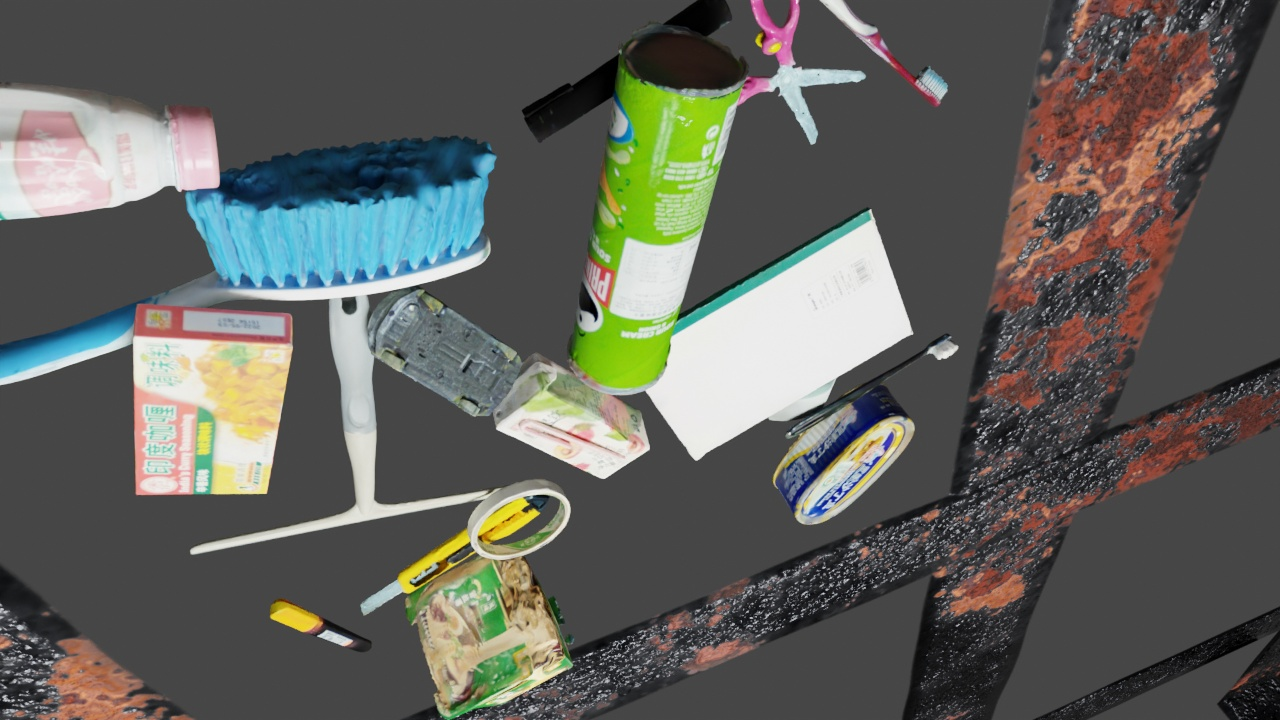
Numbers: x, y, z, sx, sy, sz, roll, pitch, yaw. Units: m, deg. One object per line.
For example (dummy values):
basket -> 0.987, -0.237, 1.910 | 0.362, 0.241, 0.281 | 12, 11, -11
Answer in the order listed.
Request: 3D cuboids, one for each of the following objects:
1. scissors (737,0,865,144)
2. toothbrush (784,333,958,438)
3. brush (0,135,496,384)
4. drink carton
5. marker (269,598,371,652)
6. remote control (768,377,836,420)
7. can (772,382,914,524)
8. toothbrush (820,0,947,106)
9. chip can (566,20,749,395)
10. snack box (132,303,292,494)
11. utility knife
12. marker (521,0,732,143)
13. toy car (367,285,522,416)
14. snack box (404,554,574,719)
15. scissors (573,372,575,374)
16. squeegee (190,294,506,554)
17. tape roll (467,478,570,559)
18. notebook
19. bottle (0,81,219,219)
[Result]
scissors -> 0.082, -0.173, 0.570 | 0.124, 0.017, 0.133 | -36, 141, 6
toothbrush -> 0.204, 0.025, 0.811 | 0.181, 0.018, 0.016 | -28, 147, -9
brush -> -0.232, -0.050, 0.503 | 0.314, 0.060, 0.110 | -11, 139, -14
drink carton -> -0.051, 0.045, 0.685 | 0.054, 0.045, 0.122 | -36, 139, 21
marker -> -0.271, 0.229, 0.785 | 0.018, 0.015, 0.124 | -31, 141, 5
remote control -> 0.145, -0.003, 0.767 | 0.056, 0.019, 0.135 | -6, 134, -23
can -> 0.188, 0.088, 0.857 | 0.074, 0.049, 0.148 | 17, 122, -39
toothbrush -> 0.141, -0.206, 0.566 | 0.187, 0.016, 0.017 | 23, 111, -41
chip can -> 0.004, -0.080, 0.560 | 0.072, 0.072, 0.237 | -9, 141, -20
snack box -> -0.253, 0.028, 0.538 | 0.077, 0.027, 0.156 | 4, 140, -25
utility knife -> -0.159, 0.166, 0.778 | 0.197, 0.015, 0.033 | -33, 138, 6
marker -> -0.008, -0.168, 0.524 | 0.132, 0.020, 0.022 | -31, 129, 5
toy car -> -0.128, -0.006, 0.602 | 0.054, 0.037, 0.120 | -57, 139, -5
snack box -> -0.124, 0.248, 0.816 | 0.117, 0.118, 0.106 | -27, 148, -1
scissors -> -0.001, 0.012, 0.711 | 0.174, 0.014, 0.141 | -38, 136, 12
squeegee -> -0.191, 0.046, 0.626 | 0.246, 0.039, 0.247 | -8, 134, -21
tape roll -> -0.099, 0.131, 0.753 | 0.085, 0.014, 0.086 | -18, 139, -16
notebook -> 0.104, -0.014, 0.713 | 0.209, 0.012, 0.150 | -30, 135, 6
bottle -> -0.299, -0.094, 0.414 | 0.196, 0.068, 0.068 | -7, 134, -27
